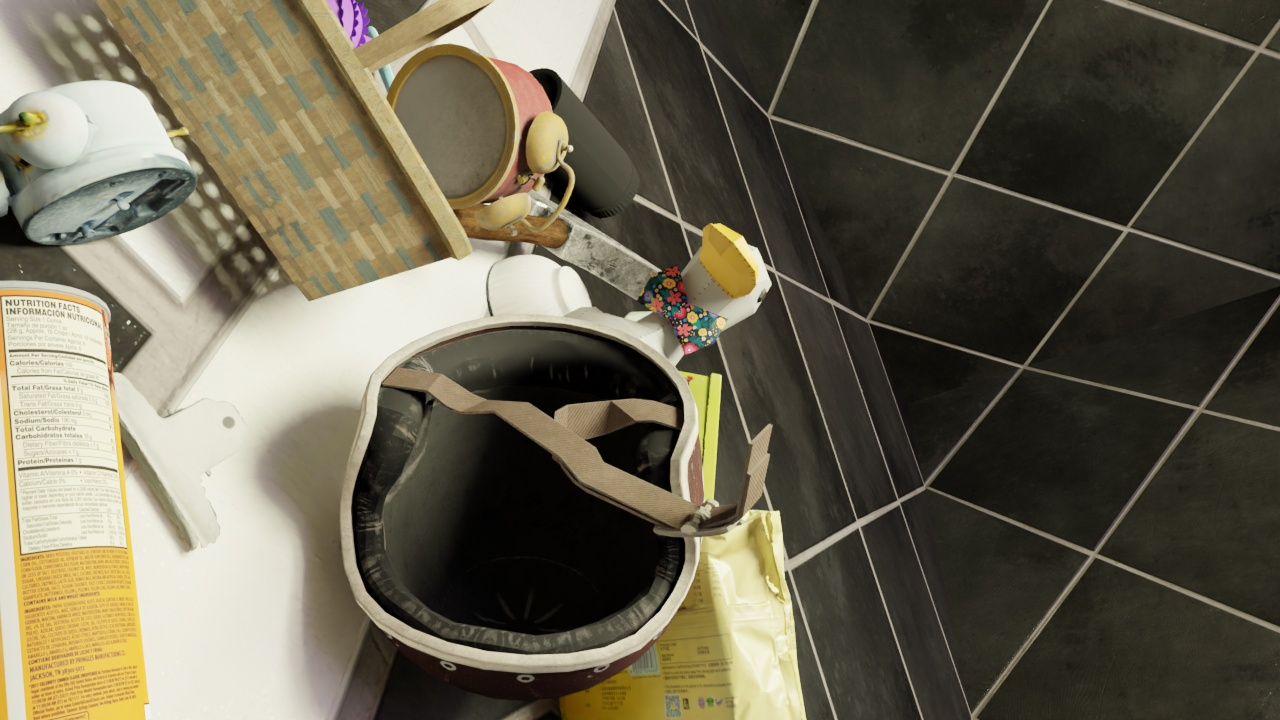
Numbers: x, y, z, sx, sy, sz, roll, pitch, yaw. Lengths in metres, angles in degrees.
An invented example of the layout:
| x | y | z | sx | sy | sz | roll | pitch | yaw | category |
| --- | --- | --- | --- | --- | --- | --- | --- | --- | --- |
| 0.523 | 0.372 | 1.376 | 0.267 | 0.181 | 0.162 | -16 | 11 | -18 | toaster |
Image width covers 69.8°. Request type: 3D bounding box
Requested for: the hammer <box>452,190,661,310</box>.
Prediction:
| x | y | z | sx | sy | sz | roll | pitch | yaw | category |
| --- | --- | --- | --- | --- | --- | --- | --- | --- | --- |
| -0.114 | -0.101 | 0.770 | 0.218 | 0.037 | 0.299 | 35 | 19 | 27 | hammer |

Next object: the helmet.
| x | y | z | sx | sy | sz | roll | pitch | yaw | category |
| --- | --- | --- | --- | --- | --- | --- | --- | --- | --- |
| -0.059 | 0.082 | 0.562 | 0.233 | 0.233 | 0.254 | -77 | 174 | -62 | helmet |

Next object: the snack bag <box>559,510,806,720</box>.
| x | y | z | sx | sy | sz | roll | pitch | yaw | category |
| --- | --- | --- | --- | --- | --- | --- | --- | --- | --- |
| 0.013 | 0.206 | 0.682 | 0.068 | 0.248 | 0.159 | 4 | 71 | -41 | snack bag |

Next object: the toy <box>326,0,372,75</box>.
| x | y | z | sx | sy | sz | roll | pitch | yaw | category |
| --- | --- | --- | --- | --- | --- | --- | --- | --- | --- |
| -0.241 | -0.269 | 0.717 | 0.106 | 0.056 | 0.088 | 27 | 45 | -60 | toy |

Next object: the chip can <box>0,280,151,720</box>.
| x | y | z | sx | sy | sz | roll | pitch | yaw | category |
| --- | --- | --- | --- | --- | --- | --- | --- | --- | --- |
| -0.245 | 0.081 | 0.368 | 0.075 | 0.075 | 0.215 | 16 | 56 | -64 | chip can |

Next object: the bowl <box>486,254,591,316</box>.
| x | y | z | sx | sy | sz | roll | pitch | yaw | category |
| --- | --- | --- | --- | --- | --- | --- | --- | --- | --- |
| -0.087 | -0.052 | 0.880 | 0.118 | 0.062 | 0.117 | 49 | 29 | -41 | bowl |

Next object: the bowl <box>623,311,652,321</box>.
| x | y | z | sx | sy | sz | roll | pitch | yaw | category |
| --- | --- | --- | --- | --- | --- | --- | --- | --- | --- |
| -0.013 | -0.002 | 0.988 | 0.117 | 0.061 | 0.117 | 16 | 88 | -85 | bowl |

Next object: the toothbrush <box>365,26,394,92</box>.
| x | y | z | sx | sy | sz | roll | pitch | yaw | category |
| --- | --- | --- | --- | --- | --- | --- | --- | --- | --- |
| -0.207 | -0.217 | 0.770 | 0.016 | 0.016 | 0.180 | -1 | 57 | -39 | toothbrush |

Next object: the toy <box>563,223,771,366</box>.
| x | y | z | sx | sy | sz | roll | pitch | yaw | category |
| --- | --- | --- | --- | --- | --- | --- | --- | --- | --- |
| -0.005 | 0.005 | 0.768 | 0.141 | 0.267 | 0.247 | 49 | -16 | 12 | toy |

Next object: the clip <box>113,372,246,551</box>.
| x | y | z | sx | sy | sz | roll | pitch | yaw | category |
| --- | --- | --- | --- | --- | --- | --- | --- | --- | --- |
| -0.246 | 0.046 | 0.489 | 0.102 | 0.046 | 0.056 | 65 | 26 | -13 | clip |

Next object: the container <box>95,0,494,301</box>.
| x | y | z | sx | sy | sz | roll | pitch | yaw | category |
| --- | --- | --- | --- | --- | --- | --- | --- | --- | --- |
| -0.178 | -0.177 | 0.561 | 0.250 | 0.186 | 0.157 | 61 | -9 | -21 | container |

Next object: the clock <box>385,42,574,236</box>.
| x | y | z | sx | sy | sz | roll | pitch | yaw | category |
| --- | --- | --- | --- | --- | --- | --- | --- | --- | --- |
| -0.113 | -0.165 | 0.702 | 0.159 | 0.117 | 0.081 | 43 | 24 | 12 | clock |

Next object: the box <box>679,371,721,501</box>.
| x | y | z | sx | sy | sz | roll | pitch | yaw | category |
| --- | --- | --- | --- | --- | --- | --- | --- | --- | --- |
| 0.033 | 0.116 | 0.926 | 0.220 | 0.082 | 0.125 | -73 | 174 | -56 | box |

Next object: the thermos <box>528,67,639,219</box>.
| x | y | z | sx | sy | sz | roll | pitch | yaw | category |
| --- | --- | --- | --- | --- | --- | --- | --- | --- | --- |
| -0.072 | -0.235 | 1.048 | 0.198 | 0.086 | 0.086 | 39 | 37 | -52 | thermos |

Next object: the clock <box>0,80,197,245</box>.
| x | y | z | sx | sy | sz | roll | pitch | yaw | category |
| --- | --- | --- | --- | --- | --- | --- | --- | --- | --- |
| -0.276 | -0.094 | 0.443 | 0.057 | 0.083 | 0.117 | 63 | 18 | -1 | clock |
